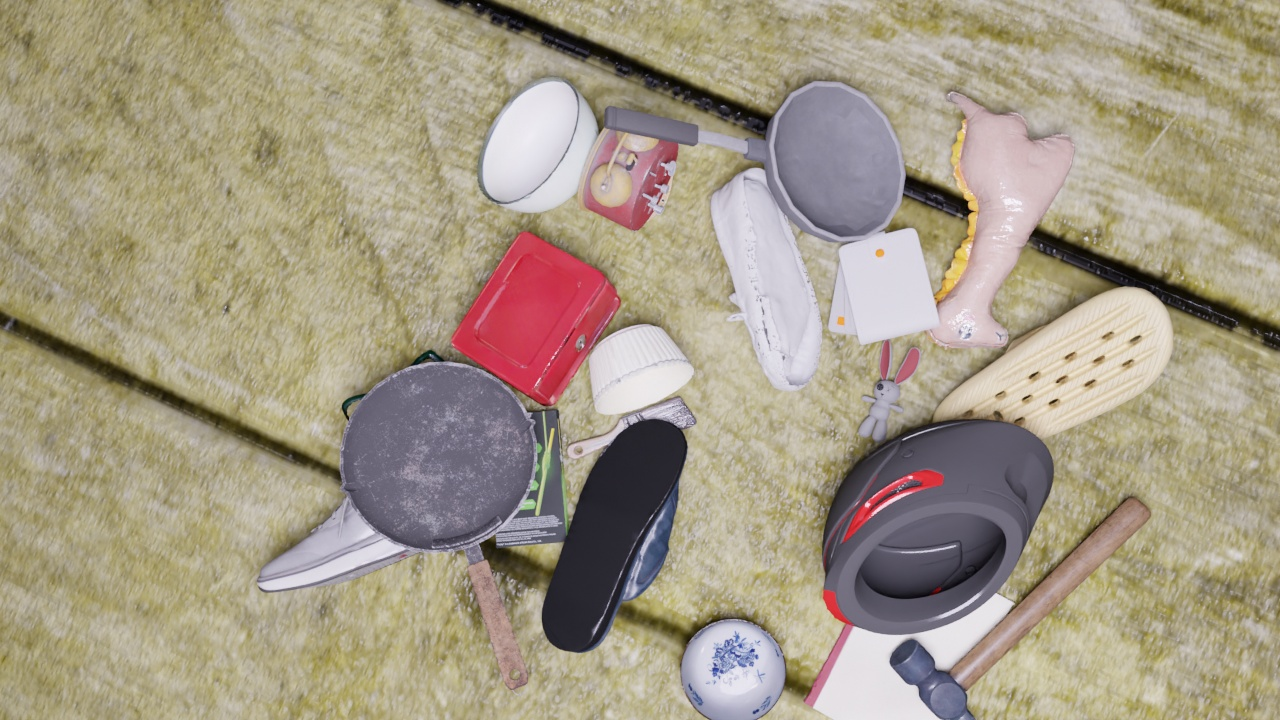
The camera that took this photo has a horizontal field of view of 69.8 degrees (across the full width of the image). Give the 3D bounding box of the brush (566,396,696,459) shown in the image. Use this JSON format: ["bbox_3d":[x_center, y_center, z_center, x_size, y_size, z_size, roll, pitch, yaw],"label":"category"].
[{"bbox_3d":[-0.012,0.082,1.043,0.151,0.012,0.039,-21,87,3],"label":"brush"}]

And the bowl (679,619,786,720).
[{"bbox_3d":[0.100,0.336,1.007,0.114,0.045,0.114,0,87,3],"label":"bowl"}]

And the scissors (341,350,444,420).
[{"bbox_3d":[-0.243,0.094,1.003,0.141,0.015,0.209,-20,68,-24],"label":"scissors"}]

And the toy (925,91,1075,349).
[{"bbox_3d":[0.366,-0.148,1.017,0.196,0.065,0.264,32,96,15],"label":"toy"}]

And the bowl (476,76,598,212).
[{"bbox_3d":[-0.103,-0.228,1.016,0.154,0.072,0.153,-19,59,35],"label":"bowl"}]

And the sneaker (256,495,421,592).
[{"bbox_3d":[-0.307,0.169,1.016,0.263,0.097,0.128,-25,78,-6],"label":"sneaker"}]

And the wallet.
[{"bbox_3d":[0.258,-0.080,1.013,0.115,0.037,0.118,-14,75,16],"label":"wallet"}]

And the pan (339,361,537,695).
[{"bbox_3d":[-0.184,0.173,0.958,0.207,0.040,0.356,-18,78,-12],"label":"pan"}]

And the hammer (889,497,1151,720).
[{"bbox_3d":[0.428,0.266,0.991,0.321,0.040,0.129,-43,90,-2],"label":"hammer"}]

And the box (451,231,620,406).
[{"bbox_3d":[-0.115,-0.045,1.008,0.134,0.112,0.157,31,89,9],"label":"box"}]

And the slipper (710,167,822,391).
[{"bbox_3d":[0.135,-0.085,1.014,0.112,0.075,0.246,-16,88,-29],"label":"slipper"}]

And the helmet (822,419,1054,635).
[{"bbox_3d":[0.296,0.155,0.943,0.265,0.169,0.164,-29,109,10],"label":"helmet"}]

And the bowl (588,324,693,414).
[{"bbox_3d":[-0.006,0.006,1.003,0.115,0.115,0.062,-23,71,2],"label":"bowl"}]

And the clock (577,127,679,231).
[{"bbox_3d":[-0.006,-0.202,0.984,0.081,0.159,0.117,27,89,10],"label":"clock"}]

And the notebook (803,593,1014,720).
[{"bbox_3d":[0.296,0.323,1.015,0.153,0.012,0.208,28,89,5],"label":"notebook"}]

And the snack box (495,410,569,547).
[{"bbox_3d":[-0.127,0.133,1.040,0.080,0.025,0.147,-5,87,3],"label":"snack box"}]

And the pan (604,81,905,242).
[{"bbox_3d":[0.126,-0.221,0.967,0.356,0.041,0.178,5,81,-24],"label":"pan"}]

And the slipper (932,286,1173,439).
[{"bbox_3d":[0.441,0.020,0.993,0.262,0.079,0.111,-35,88,20],"label":"slipper"}]

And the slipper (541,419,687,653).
[{"bbox_3d":[-0.016,0.194,1.011,0.109,0.083,0.265,16,79,40],"label":"slipper"}]

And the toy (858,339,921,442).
[{"bbox_3d":[0.274,0.035,1.021,0.049,0.030,0.111,20,91,32],"label":"toy"}]
